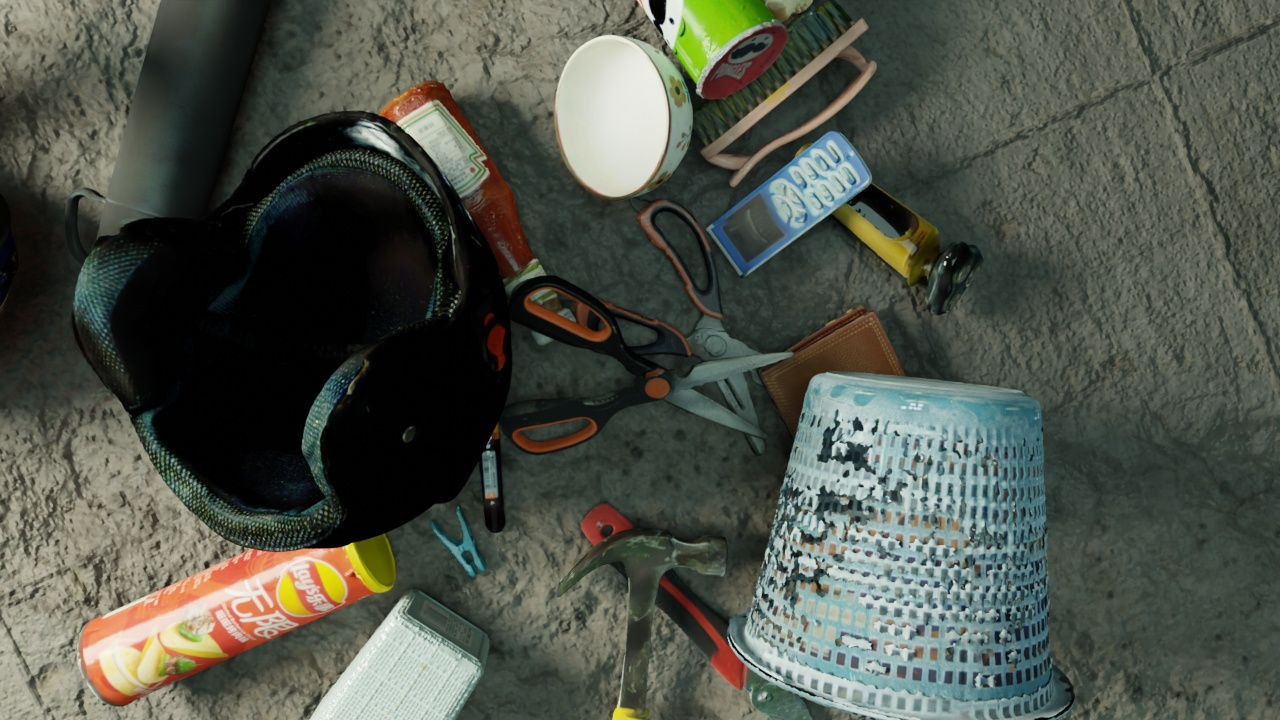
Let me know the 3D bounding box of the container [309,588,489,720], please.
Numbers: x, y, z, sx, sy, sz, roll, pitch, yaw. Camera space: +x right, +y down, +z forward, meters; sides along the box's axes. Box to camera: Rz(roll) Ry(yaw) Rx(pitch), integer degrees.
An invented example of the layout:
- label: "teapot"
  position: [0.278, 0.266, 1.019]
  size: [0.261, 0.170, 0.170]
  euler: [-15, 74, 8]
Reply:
- label: "container"
  position: [-0.174, 0.242, 0.683]
  size: [0.090, 0.090, 0.111]
  euler: [35, 88, -5]

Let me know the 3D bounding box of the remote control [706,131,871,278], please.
- label: "remote control"
  position: [0.110, -0.116, 0.685]
  size: [0.125, 0.024, 0.049]
  euler: [-36, 87, 24]

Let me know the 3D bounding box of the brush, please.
- label: "brush"
  position: [0.104, -0.197, 0.685]
  size: [0.145, 0.063, 0.073]
  euler: [-41, 102, 1]

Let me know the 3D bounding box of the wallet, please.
- label: "wallet"
  position: [0.158, 0.034, 0.711]
  size: [0.101, 0.032, 0.124]
  euler: [-29, 104, -1]

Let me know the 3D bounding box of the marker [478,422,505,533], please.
- label: "marker"
  position: [-0.117, 0.073, 0.712]
  size: [0.018, 0.015, 0.124]
  euler: [-4, 96, -1]

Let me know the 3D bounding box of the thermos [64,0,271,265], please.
- label: "thermos"
  position: [-0.340, -0.175, 0.656]
  size: [0.090, 0.068, 0.242]
  euler: [19, 92, -10]

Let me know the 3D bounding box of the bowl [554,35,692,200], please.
- label: "bowl"
  position: [-0.004, -0.177, 0.671]
  size: [0.062, 0.114, 0.113]
  euler: [-20, 96, -46]

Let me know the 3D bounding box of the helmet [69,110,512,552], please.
- label: "helmet"
  position: [-0.195, -0.011, 0.598]
  size: [0.234, 0.230, 0.274]
  euler: [22, 87, 20]

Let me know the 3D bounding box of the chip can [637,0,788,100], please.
- label: "chip can"
  position: [0.008, -0.295, 0.640]
  size: [0.072, 0.072, 0.236]
  euler: [-33, 79, -1]

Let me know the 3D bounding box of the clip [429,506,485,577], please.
- label: "clip"
  position: [-0.140, 0.143, 0.715]
  size: [0.038, 0.013, 0.055]
  euler: [-29, 93, -1]

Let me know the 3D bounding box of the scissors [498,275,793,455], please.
- label: "scissors"
  position: [-0.011, 0.015, 0.681]
  size: [0.229, 0.021, 0.221]
  euler: [-35, 118, 22]

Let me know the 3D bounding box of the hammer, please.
- label: "hammer"
  position: [-0.011, 0.288, 0.712]
  size: [0.126, 0.032, 0.323]
  euler: [5, 97, -1]

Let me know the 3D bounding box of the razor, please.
- label: "razor"
  position: [0.184, -0.106, 0.697]
  size: [0.167, 0.068, 0.062]
  euler: [39, 82, 2]

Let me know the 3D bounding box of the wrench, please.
- label: "wrench"
  position: [0.051, 0.220, 0.729]
  size: [0.056, 0.016, 0.273]
  euler: [-39, 95, -1]

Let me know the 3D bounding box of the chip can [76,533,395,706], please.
- label: "chip can"
  position: [-0.296, 0.179, 0.679]
  size: [0.216, 0.073, 0.073]
  euler: [-23, 94, -2]

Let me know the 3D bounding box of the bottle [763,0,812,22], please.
- label: "bottle"
  position: [0.119, -0.302, 0.658]
  size: [0.067, 0.067, 0.149]
  euler: [25, 69, -4]

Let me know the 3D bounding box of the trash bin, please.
- label: "trash bin"
  position: [0.182, 0.110, 0.623]
  size: [0.226, 0.226, 0.195]
  euler: [6, 92, -4]

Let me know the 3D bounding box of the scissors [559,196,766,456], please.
- label: "scissors"
  position: [0.041, -0.026, 0.715]
  size: [0.226, 0.015, 0.189]
  euler: [8, 93, -5]

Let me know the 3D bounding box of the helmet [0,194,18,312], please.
- label: "helmet"
  position: [-0.527, -0.073, 0.565]
  size: [0.315, 0.247, 0.240]
  euler: [-21, 134, 3]

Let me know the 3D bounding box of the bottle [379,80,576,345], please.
- label: "bottle"
  position: [-0.115, -0.105, 0.679]
  size: [0.060, 0.060, 0.206]
  euler: [-32, 96, -1]
